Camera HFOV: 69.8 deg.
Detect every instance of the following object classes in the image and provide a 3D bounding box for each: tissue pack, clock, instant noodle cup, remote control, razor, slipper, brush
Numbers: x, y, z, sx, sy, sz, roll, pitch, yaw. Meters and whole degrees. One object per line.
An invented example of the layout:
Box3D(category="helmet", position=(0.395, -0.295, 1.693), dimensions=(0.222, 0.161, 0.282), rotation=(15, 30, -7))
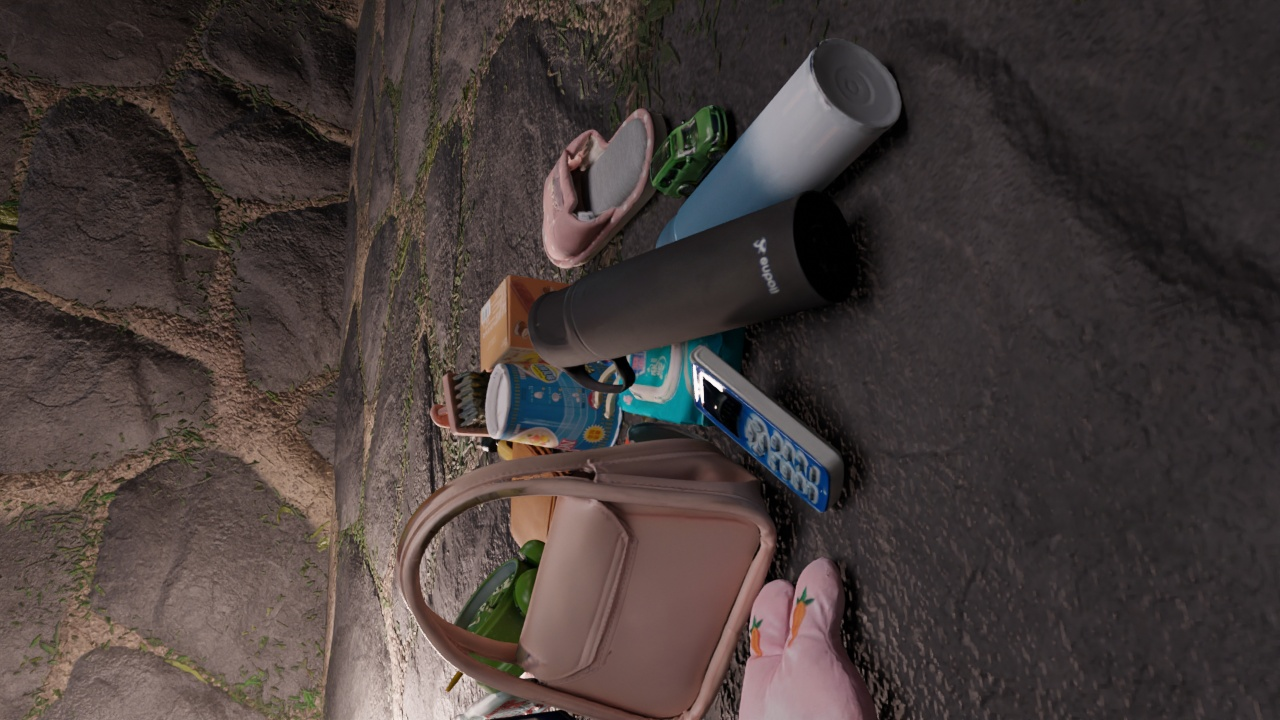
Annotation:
Box3D(category="tissue pack", position=(0.030, 0.000, 0.701), dimensions=(0.134, 0.050, 0.093), rotation=(4, 87, 64))
Box3D(category="clock", position=(-0.112, 0.224, 0.832), dimensions=(0.161, 0.056, 0.116), rotation=(-47, 13, 7))
Box3D(category="instant noodle cup", position=(-0.086, 0.042, 0.869), dimensions=(0.099, 0.109, 0.099), rotation=(-175, 90, -66))
Box3D(category="remote control", position=(0.076, 0.041, 0.571), dimensions=(0.125, 0.024, 0.049), rotation=(40, 153, 33))
Box3D(category="razor", position=(-0.126, 0.100, 1.011), dimensions=(0.167, 0.062, 0.068), rotation=(28, 140, 58))
Box3D(category="slipper", position=(-0.054, -0.167, 0.910), dimensions=(0.275, 0.054, 0.114), rotation=(-21, 66, 62))
Box3D(category="brush", position=(-0.142, 0.050, 0.947), dimensions=(0.073, 0.145, 0.063), rotation=(-27, 67, 34))

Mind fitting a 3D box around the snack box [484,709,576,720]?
Box3D(category="snack box", position=(-0.117, 0.356, 0.783), dimensions=(0.178, 0.182, 0.045), rotation=(175, 97, -64))

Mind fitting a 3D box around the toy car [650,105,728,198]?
Box3D(category="toy car", position=(0.040, -0.167, 0.737), dimensions=(0.091, 0.036, 0.043), rotation=(-39, 49, 51))

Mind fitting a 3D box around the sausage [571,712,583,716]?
Box3D(category="sausage", position=(-0.030, 0.301, 0.799), dimensions=(0.166, 0.021, 0.021), rotation=(-34, 55, 58))

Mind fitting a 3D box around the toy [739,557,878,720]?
Box3D(category="toy", position=(0.093, 0.199, 0.532), dimensions=(0.122, 0.054, 0.159), rotation=(131, 146, -50))

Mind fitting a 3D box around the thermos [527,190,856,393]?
Box3D(category="thermos", position=(0.028, -0.035, 0.621), dimensions=(0.243, 0.068, 0.090), rotation=(-15, 106, 44))

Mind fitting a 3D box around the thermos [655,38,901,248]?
Box3D(category="thermos", position=(0.078, -0.116, 0.611), dimensions=(0.221, 0.070, 0.070), rotation=(137, 133, -55))

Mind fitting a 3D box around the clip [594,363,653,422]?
Box3D(category="clip", position=(-0.014, 0.005, 0.775), dimensions=(0.035, 0.086, 0.104), rotation=(-140, 48, -61))

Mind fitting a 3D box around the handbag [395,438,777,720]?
Box3D(category="handbag", position=(-0.043, 0.144, 0.612), dimensions=(0.093, 0.234, 0.193), rotation=(-121, 44, -65))

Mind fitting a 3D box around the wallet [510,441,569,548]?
Box3D(category="wallet", position=(-0.096, 0.150, 0.909), dimensions=(0.119, 0.035, 0.131), rotation=(38, 132, 42))

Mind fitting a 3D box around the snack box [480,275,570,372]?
Box3D(category="snack box", position=(-0.106, -0.029, 0.944), dimensions=(0.093, 0.094, 0.077), rotation=(-37, 52, 57))

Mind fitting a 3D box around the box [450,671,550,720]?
Box3D(category="box", position=(-0.134, 0.313, 0.925), dimensions=(0.202, 0.100, 0.095), rotation=(-51, 48, 48))

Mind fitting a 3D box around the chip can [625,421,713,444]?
Box3D(category="chip can", position=(-0.003, 0.157, 0.715), dimensions=(0.073, 0.073, 0.217), rotation=(-134, 54, -58))
